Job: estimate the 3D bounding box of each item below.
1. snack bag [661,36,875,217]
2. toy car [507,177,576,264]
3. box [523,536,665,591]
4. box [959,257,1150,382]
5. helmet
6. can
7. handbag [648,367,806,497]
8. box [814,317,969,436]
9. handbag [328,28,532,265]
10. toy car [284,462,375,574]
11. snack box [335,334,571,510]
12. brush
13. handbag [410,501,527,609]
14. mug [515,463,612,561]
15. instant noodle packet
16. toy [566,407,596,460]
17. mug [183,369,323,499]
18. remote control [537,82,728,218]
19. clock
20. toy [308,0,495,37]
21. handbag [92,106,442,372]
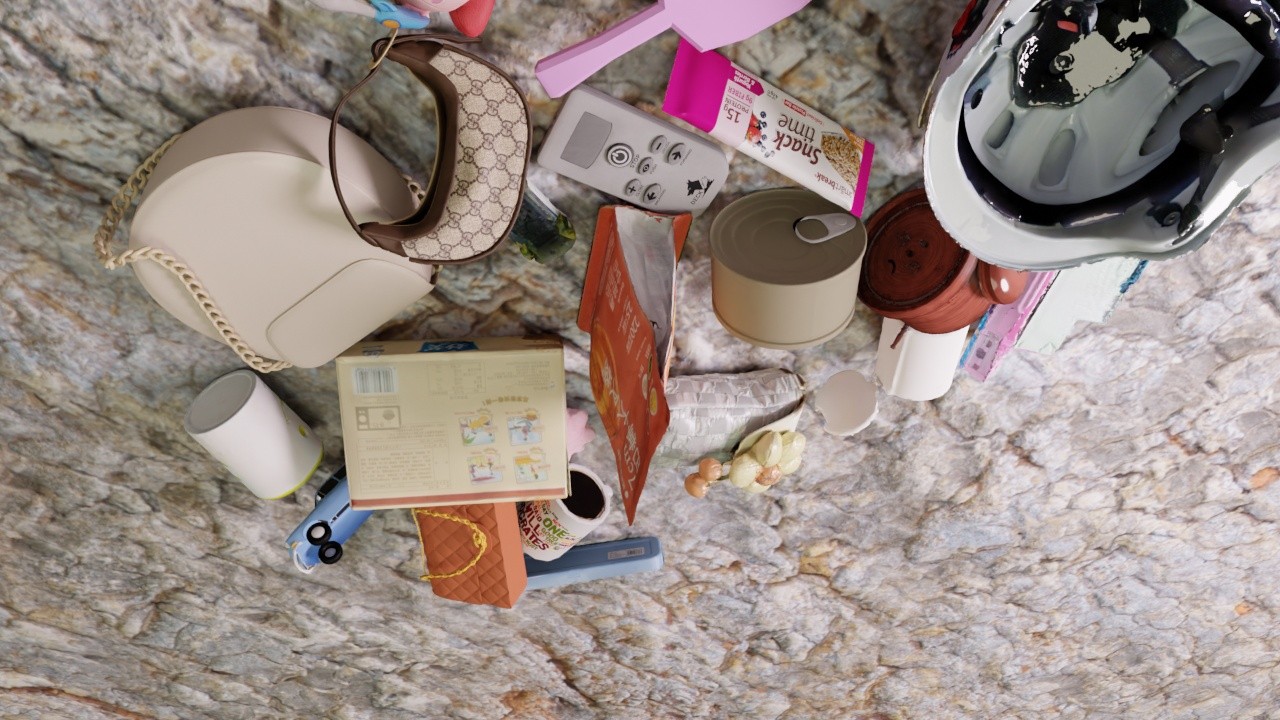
[{"bbox_3d":[0.107,-0.181,0.718,0.196,0.070,0.016,22,164,-25],"label":"snack bag"},{"bbox_3d":[-0.100,-0.126,0.765,0.048,0.033,0.105,-33,124,20],"label":"toy car"},{"bbox_3d":[-0.075,0.248,1.121,0.209,0.049,0.120,-8,168,1],"label":"box"},{"bbox_3d":[0.392,-0.089,0.845,0.158,0.066,0.231,-10,137,-25],"label":"box"},{"bbox_3d":[0.323,-0.199,0.653,0.236,0.163,0.265,33,126,-14],"label":"helmet"},{"bbox_3d":[0.121,-0.078,0.772,0.128,0.127,0.073,-6,136,-1],"label":"can"},{"bbox_3d":[0.076,0.076,0.918,0.171,0.123,0.113,-1,140,-13],"label":"handbag"},{"bbox_3d":[0.239,0.000,0.886,0.143,0.083,0.137,-19,137,-13],"label":"box"},{"bbox_3d":[-0.154,-0.156,0.670,0.138,0.063,0.166,5,104,-30],"label":"handbag"},{"bbox_3d":[-0.304,0.148,0.943,0.055,0.153,0.056,29,148,20],"label":"toy car"},{"bbox_3d":[-0.173,0.058,0.873,0.207,0.055,0.153,-3,106,-7],"label":"snack box"},{"bbox_3d":[0.026,-0.257,0.648,0.229,0.043,0.089,-24,131,16],"label":"brush"},{"bbox_3d":[-0.193,0.180,0.983,0.109,0.060,0.172,3,114,19],"label":"handbag"},{"bbox_3d":[-0.079,0.166,1.025,0.105,0.073,0.090,-9,152,-48],"label":"mug"},{"bbox_3d":[-0.005,0.004,0.763,0.084,0.220,0.165,5,140,-10],"label":"instant noodle packet"},{"bbox_3d":[-0.094,0.079,0.951,0.093,0.050,0.102,-13,134,9],"label":"toy"},{"bbox_3d":[-0.374,0.072,0.893,0.083,0.082,0.106,-19,131,11],"label":"mug"},{"bbox_3d":[-0.003,-0.164,0.750,0.151,0.019,0.074,18,129,-22],"label":"remote control"},{"bbox_3d":[0.262,-0.088,0.786,0.072,0.120,0.158,26,134,-38],"label":"clock"},{"bbox_3d":[-0.152,-0.277,0.599,0.131,0.096,0.124,7,141,-38],"label":"toy"},{"bbox_3d":[-0.286,-0.089,0.734,0.211,0.103,0.208,-30,133,23],"label":"handbag"}]
